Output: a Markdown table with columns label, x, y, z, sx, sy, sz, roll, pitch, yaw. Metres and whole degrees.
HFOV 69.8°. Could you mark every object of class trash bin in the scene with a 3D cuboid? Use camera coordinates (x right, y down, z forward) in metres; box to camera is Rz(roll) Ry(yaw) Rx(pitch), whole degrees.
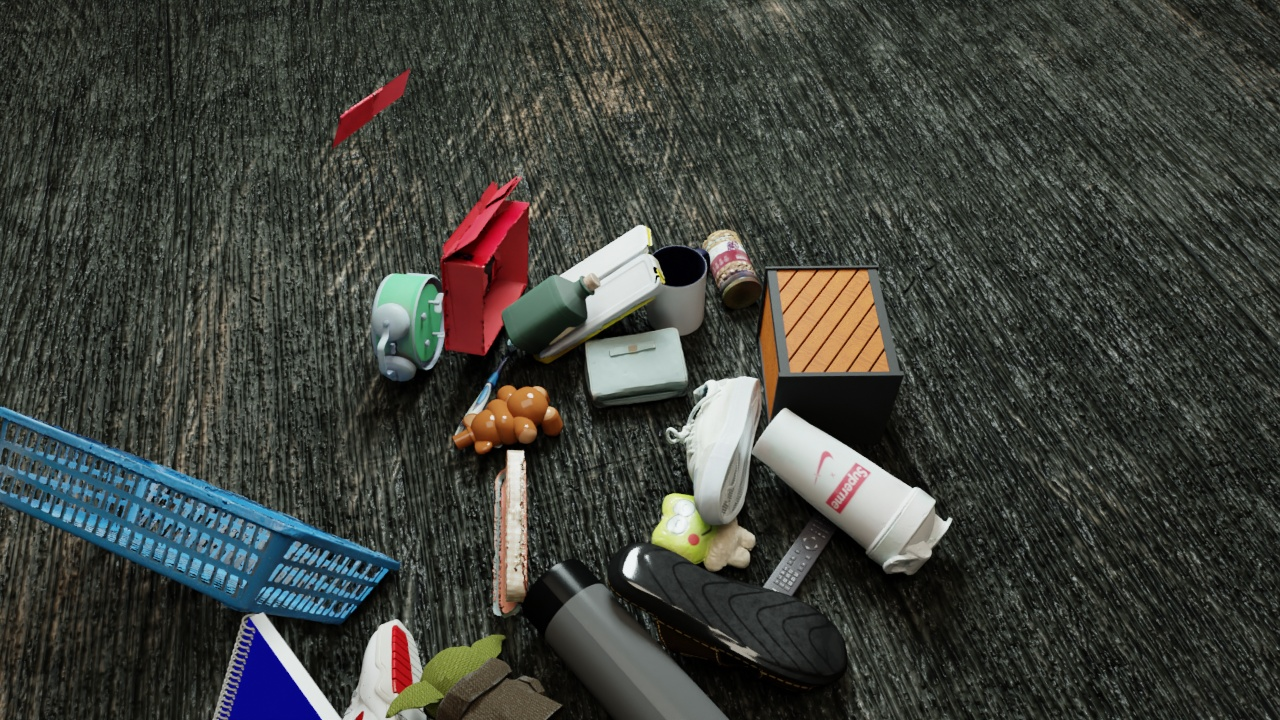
| label | x | y | z | sx | sy | sz | roll | pitch | yaw |
| --- | --- | --- | --- | --- | --- | --- | --- | --- | --- |
| trash bin | 0.225 | -0.006 | 1.133 | 0.140 | 0.140 | 0.171 | -1 | 51 | 0 |

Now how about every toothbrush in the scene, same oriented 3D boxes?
| label | x | y | z | sx | sy | sz | roll | pitch | yaw |
| --- | --- | --- | --- | --- | --- | --- | --- | --- | --- |
| toothbrush | -0.197 | 0.031 | 1.191 | 0.016 | 0.017 | 0.188 | 16 | 53 | 12 |

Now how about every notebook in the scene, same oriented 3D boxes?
| label | x | y | z | sx | sy | sz | roll | pitch | yaw |
| --- | --- | --- | --- | --- | --- | --- | --- | --- | --- |
| notebook | -0.331 | 0.355 | 0.828 | 0.171 | 0.210 | 0.022 | 39 | 29 | 27 |

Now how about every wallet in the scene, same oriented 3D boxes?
| label | x | y | z | sx | sy | sz | roll | pitch | yaw |
| --- | --- | --- | --- | --- | --- | --- | --- | --- | --- |
| wallet | -0.007 | 0.007 | 1.189 | 0.131 | 0.054 | 0.100 | -11 | 51 | -2 |

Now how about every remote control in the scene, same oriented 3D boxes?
| label | x | y | z | sx | sy | sz | roll | pitch | yaw |
| --- | --- | --- | --- | --- | --- | --- | --- | --- | --- |
| remote control | 0.184 | 0.219 | 1.035 | 0.032 | 0.015 | 0.136 | 29 | 55 | 22 |

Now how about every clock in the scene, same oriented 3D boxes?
| label | x | y | z | sx | sy | sz | roll | pitch | yaw |
| --- | --- | --- | --- | --- | --- | --- | --- | --- | --- |
| clock | -0.297 | -0.040 | 1.174 | 0.075 | 0.122 | 0.161 | 5 | 33 | 6 |

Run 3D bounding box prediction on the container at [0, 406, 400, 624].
| label | x | y | z | sx | sy | sz | roll | pitch | yaw |
| --- | --- | --- | --- | --- | --- | --- | --- | --- | --- |
| container | -0.463 | 0.174 | 0.953 | 0.362 | 0.257 | 0.089 | 18 | 74 | 15 |

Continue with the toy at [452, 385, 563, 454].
| label | x | y | z | sx | sy | sz | roll | pitch | yaw |
| --- | --- | --- | --- | --- | --- | --- | --- | --- | --- |
| toy | -0.166 | 0.080 | 1.134 | 0.127 | 0.065 | 0.095 | -27 | 47 | -9 |

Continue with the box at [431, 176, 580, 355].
| label | x | y | z | sx | sy | sz | roll | pitch | yaw |
| --- | --- | --- | --- | --- | --- | --- | --- | --- | --- |
| box | -0.196 | -0.118 | 1.194 | 0.153 | 0.164 | 0.214 | -33 | 22 | 27 |

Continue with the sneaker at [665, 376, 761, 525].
| label | x | y | z | sx | sy | sz | roll | pitch | yaw |
| --- | --- | --- | --- | --- | --- | --- | --- | --- | --- |
| sneaker | 0.081 | 0.102 | 1.076 | 0.091 | 0.090 | 0.241 | 0 | 33 | 17 |

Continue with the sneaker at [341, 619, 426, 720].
| label | x | y | z | sx | sy | sz | roll | pitch | yaw |
| --- | --- | --- | --- | --- | --- | --- | --- | --- | --- |
| sneaker | -0.269 | 0.372 | 0.886 | 0.104 | 0.090 | 0.236 | -13 | 54 | 1 |

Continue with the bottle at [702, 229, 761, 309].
| label | x | y | z | sx | sy | sz | roll | pitch | yaw |
| --- | --- | --- | --- | --- | --- | --- | --- | --- | --- |
| bottle | 0.127 | -0.129 | 1.287 | 0.056 | 0.056 | 0.105 | -12 | 52 | -8 |

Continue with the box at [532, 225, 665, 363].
| label | x | y | z | sx | sy | sz | roll | pitch | yaw |
| --- | --- | --- | --- | --- | --- | --- | --- | --- | --- |
| box | -0.066 | -0.090 | 1.215 | 0.210 | 0.036 | 0.129 | -31 | 47 | 19 |

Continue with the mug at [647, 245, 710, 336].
| label | x | y | z | sx | sy | sz | roll | pitch | yaw |
| --- | --- | --- | --- | --- | --- | --- | --- | --- | --- |
| mug | 0.058 | -0.103 | 1.242 | 0.079 | 0.097 | 0.111 | 31 | 58 | 23 |

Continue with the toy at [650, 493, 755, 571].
| label | x | y | z | sx | sy | sz | roll | pitch | yaw |
| --- | --- | --- | --- | --- | --- | --- | --- | --- | --- |
| toy | 0.072 | 0.197 | 1.036 | 0.115 | 0.046 | 0.091 | 19 | 45 | 6 |

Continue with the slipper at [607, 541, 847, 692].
| label | x | y | z | sx | sy | sz | roll | pitch | yaw |
| --- | --- | --- | --- | --- | --- | --- | --- | --- | --- |
| slipper | 0.087 | 0.272 | 0.953 | 0.268 | 0.076 | 0.112 | 23 | 39 | 0 |

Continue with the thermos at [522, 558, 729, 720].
| label | x | y | z | sx | sy | sz | roll | pitch | yaw |
| --- | --- | --- | --- | --- | --- | --- | --- | --- | --- |
| thermos | -0.015 | 0.311 | 0.923 | 0.082 | 0.082 | 0.240 | -35 | 59 | -24 |

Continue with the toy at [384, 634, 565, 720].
| label | x | y | z | sx | sy | sz | roll | pitch | yaw |
| --- | --- | --- | --- | --- | --- | --- | --- | --- | --- |
| toy | -0.148 | 0.342 | 0.889 | 0.153 | 0.078 | 0.179 | 31 | 19 | 20 |

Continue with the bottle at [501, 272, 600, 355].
| label | x | y | z | sx | sy | sz | roll | pitch | yaw |
| --- | --- | --- | --- | --- | --- | --- | --- | --- | --- |
| bottle | -0.108 | -0.068 | 1.173 | 0.131 | 0.061 | 0.061 | -33 | 60 | 18 |

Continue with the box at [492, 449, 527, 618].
| label | x | y | z | sx | sy | sz | roll | pitch | yaw |
| --- | --- | --- | --- | --- | --- | --- | --- | --- | --- |
| box | -0.145 | 0.191 | 1.030 | 0.042 | 0.083 | 0.186 | 3 | 49 | -11 |

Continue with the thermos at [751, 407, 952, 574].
| label | x | y | z | sx | sy | sz | roll | pitch | yaw |
| --- | --- | --- | --- | --- | --- | --- | --- | --- | --- |
| thermos | 0.231 | 0.147 | 1.029 | 0.220 | 0.099 | 0.099 | 36 | 60 | 17 |
